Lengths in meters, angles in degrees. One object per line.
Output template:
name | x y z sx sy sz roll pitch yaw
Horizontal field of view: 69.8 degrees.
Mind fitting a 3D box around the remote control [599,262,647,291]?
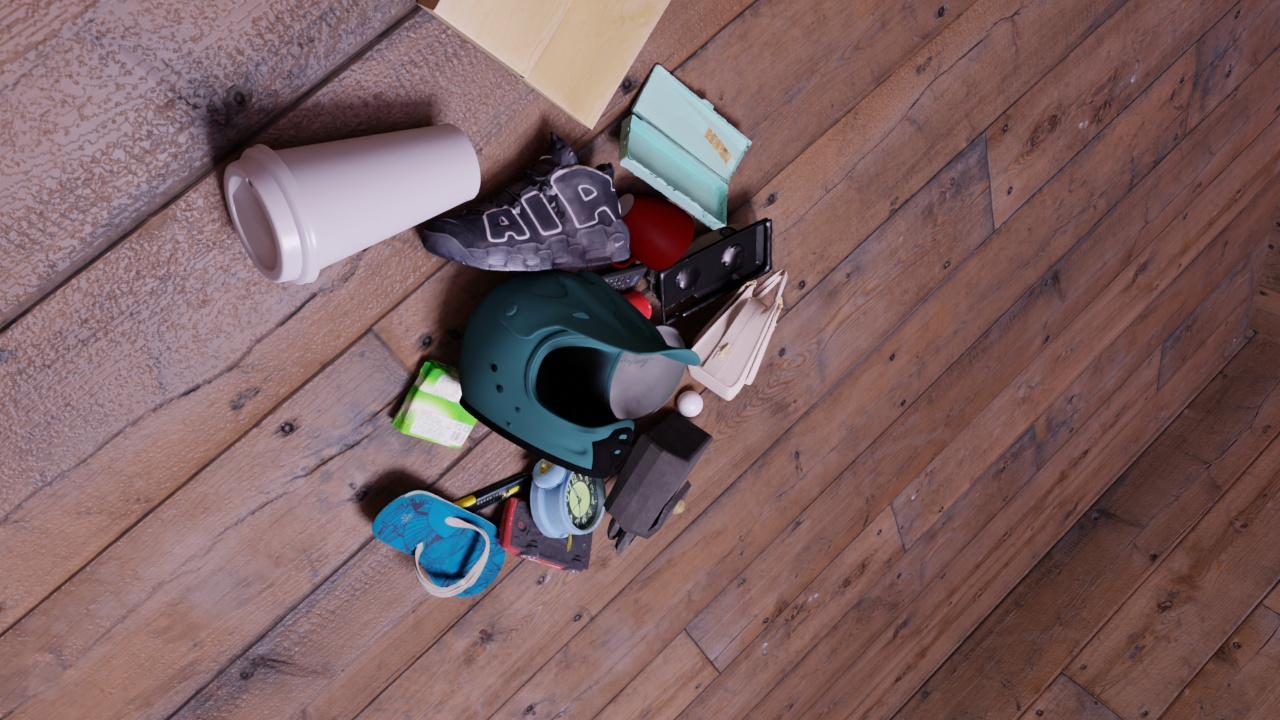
remote control | -0.058 -0.099 1.191 0.140 0.021 0.046 -19 161 -31

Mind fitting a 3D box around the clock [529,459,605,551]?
clock | -0.105 0.177 1.293 0.117 0.060 0.162 -41 121 -52

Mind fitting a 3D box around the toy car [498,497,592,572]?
toy car | -0.134 0.257 1.339 0.189 0.056 0.081 32 59 -49

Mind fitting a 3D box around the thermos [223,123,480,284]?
thermos | -0.271 -0.165 0.893 0.221 0.131 0.132 -28 134 -35

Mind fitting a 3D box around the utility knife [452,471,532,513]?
utility knife | -0.214 0.191 1.265 0.172 0.020 0.029 -24 133 -29

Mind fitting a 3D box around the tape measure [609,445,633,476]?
tape measure | -0.048 0.142 1.374 0.060 0.020 0.062 27 99 -48

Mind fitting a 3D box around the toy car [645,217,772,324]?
toy car | 0.088 -0.134 1.261 0.191 0.071 0.094 -30 135 -22

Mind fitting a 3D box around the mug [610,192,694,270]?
mug | -0.002 -0.164 1.162 0.114 0.087 0.088 -42 132 18

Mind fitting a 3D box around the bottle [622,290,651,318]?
bottle | -0.048 -0.056 1.209 0.134 0.048 0.072 -18 149 -35

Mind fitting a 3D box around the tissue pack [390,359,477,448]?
tissue pack | -0.240 0.054 1.133 0.114 0.034 0.099 26 99 -49

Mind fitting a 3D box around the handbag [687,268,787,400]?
handbag | 0.153 -0.048 1.327 0.198 0.101 0.194 -55 172 -3

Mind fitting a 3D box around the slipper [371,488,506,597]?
slipper | -0.250 0.256 1.224 0.118 0.060 0.295 -43 145 -9

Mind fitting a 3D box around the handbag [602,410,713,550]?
handbag | 0.017 0.196 1.352 0.200 0.102 0.197 -59 171 16

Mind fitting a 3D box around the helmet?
helmet | -0.079 -0.002 1.046 0.176 0.275 0.200 10 105 -57

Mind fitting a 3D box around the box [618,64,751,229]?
box | 0.056 -0.263 1.150 0.187 0.052 0.138 29 70 -40

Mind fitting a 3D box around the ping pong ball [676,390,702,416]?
ping pong ball | 0.076 0.067 1.415 0.040 0.040 0.040 -22 131 -29

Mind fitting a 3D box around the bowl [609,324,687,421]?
bowl | -0.008 0.008 1.287 0.150 0.057 0.151 -23 132 -28

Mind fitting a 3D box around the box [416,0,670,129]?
box | -0.068 -0.407 0.955 0.253 0.068 0.247 23 103 -54

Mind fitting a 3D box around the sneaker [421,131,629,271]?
sneaker | -0.122 -0.181 1.035 0.252 0.097 0.151 -7 106 -31
